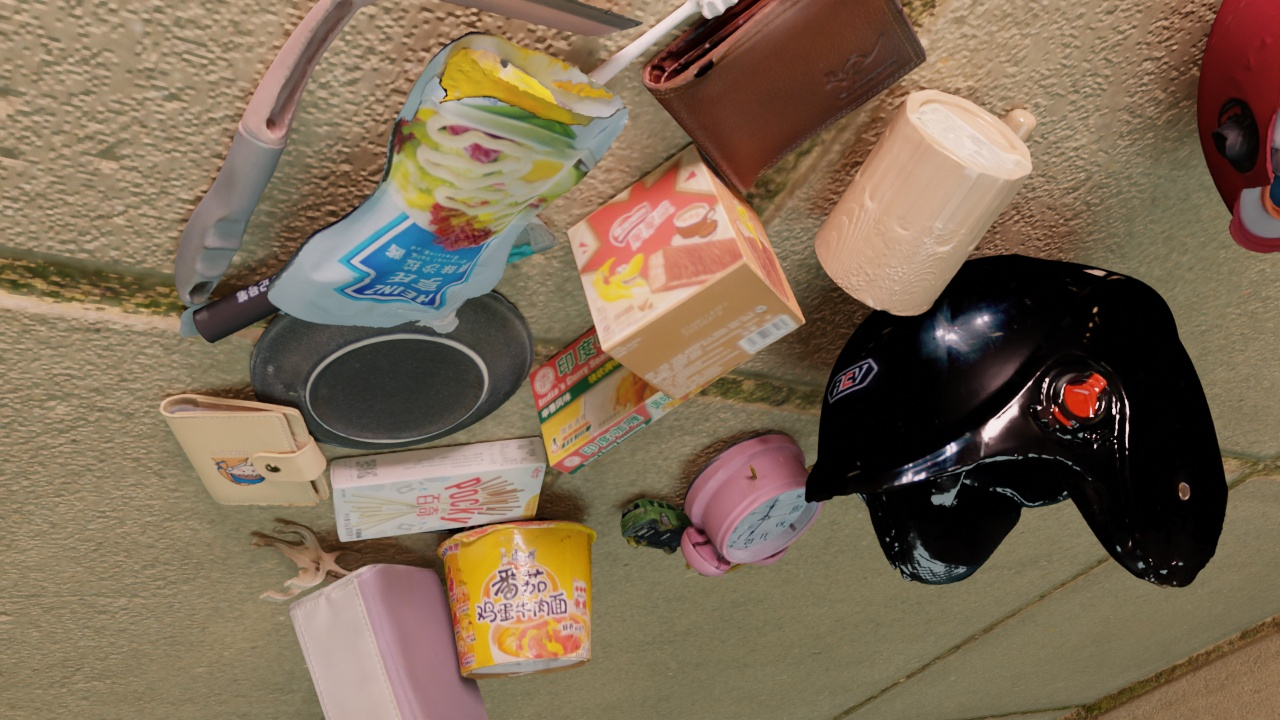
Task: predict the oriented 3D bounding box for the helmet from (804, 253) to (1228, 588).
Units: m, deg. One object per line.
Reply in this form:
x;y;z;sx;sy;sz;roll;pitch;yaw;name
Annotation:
0.242;0.040;0.627;0.274;0.230;0.234;5;164;-20;helmet

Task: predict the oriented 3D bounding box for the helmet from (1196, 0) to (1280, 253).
0.391;-0.172;0.478;0.207;0.143;0.240;-14;159;-4;helmet

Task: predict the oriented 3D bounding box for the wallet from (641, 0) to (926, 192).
0.076;-0.148;0.467;0.125;0.032;0.101;-33;145;22;wallet

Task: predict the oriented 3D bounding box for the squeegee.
-0.166;-0.104;0.415;0.247;0.040;0.250;-4;152;-48;squeegee

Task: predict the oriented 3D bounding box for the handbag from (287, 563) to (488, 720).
-0.194;0.273;0.751;0.098;0.197;0.145;-28;163;9;handbag

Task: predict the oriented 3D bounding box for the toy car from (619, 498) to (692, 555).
0.020;0.152;0.845;0.043;0.036;0.091;-37;140;24;toy car

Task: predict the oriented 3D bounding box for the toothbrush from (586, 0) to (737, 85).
-0.026;-0.133;0.454;0.180;0.016;0.016;-31;141;19;toothbrush

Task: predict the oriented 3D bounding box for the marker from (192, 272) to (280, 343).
-0.177;-0.044;0.496;0.132;0.020;0.022;-25;123;-1;marker

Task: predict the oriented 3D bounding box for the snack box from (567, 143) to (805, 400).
0.024;-0.048;0.523;0.093;0.094;0.077;-32;143;19;snack box

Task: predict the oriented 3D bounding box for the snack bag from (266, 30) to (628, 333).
-0.097;-0.072;0.451;0.110;0.038;0.192;-1;148;-46;snack bag

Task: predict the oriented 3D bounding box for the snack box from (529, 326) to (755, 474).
-0.004;0.003;0.597;0.156;0.077;0.027;-35;141;24;snack box

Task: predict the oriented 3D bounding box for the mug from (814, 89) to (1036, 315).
0.177;-0.097;0.547;0.124;0.084;0.104;-23;152;-38;mug

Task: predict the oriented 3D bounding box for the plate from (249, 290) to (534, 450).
-0.155;0.012;0.591;0.179;0.024;0.180;-11;145;-8;plate

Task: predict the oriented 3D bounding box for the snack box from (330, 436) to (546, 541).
-0.155;0.100;0.708;0.156;0.026;0.085;-4;143;-17;snack box

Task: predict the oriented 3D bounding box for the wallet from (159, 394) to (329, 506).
-0.255;0.064;0.607;0.087;0.024;0.115;1;141;-5;wallet

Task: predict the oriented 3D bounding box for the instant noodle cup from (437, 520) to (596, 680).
-0.101;0.207;0.781;0.138;0.109;0.138;-6;156;-3;instant noodle cup

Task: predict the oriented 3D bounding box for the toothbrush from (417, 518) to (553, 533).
-0.153;0.140;0.775;0.189;0.014;0.018;8;128;-31;toothbrush

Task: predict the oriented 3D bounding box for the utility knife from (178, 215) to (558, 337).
-0.153;-0.046;0.515;0.216;0.013;0.029;-16;116;-3;utility knife

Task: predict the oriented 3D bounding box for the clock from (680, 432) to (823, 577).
0.096;0.138;0.813;0.117;0.059;0.159;-3;134;-33;clock

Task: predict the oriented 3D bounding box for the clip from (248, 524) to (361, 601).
-0.262;0.173;0.728;0.035;0.092;0.103;-28;133;14;clip
